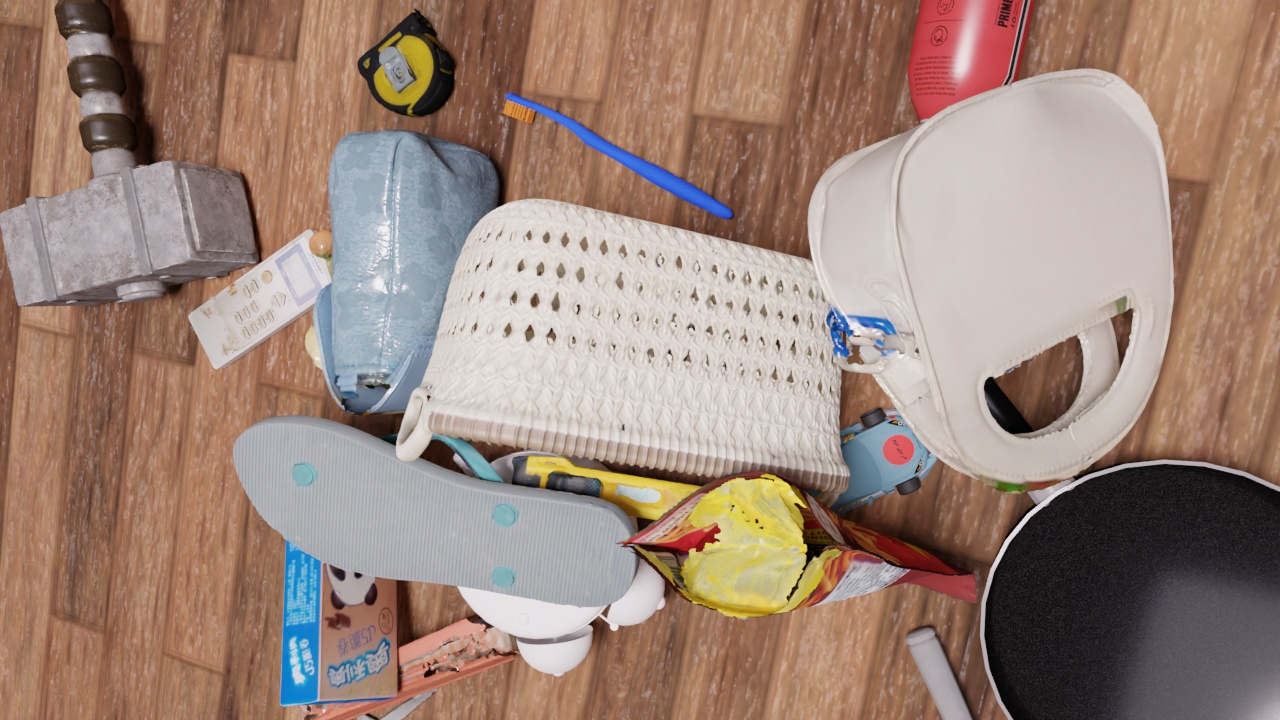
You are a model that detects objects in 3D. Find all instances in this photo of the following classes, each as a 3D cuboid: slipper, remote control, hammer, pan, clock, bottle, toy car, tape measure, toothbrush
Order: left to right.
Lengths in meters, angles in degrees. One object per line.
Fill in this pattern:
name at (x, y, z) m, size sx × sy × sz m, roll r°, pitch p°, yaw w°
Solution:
hammer at (-0.415, -0.207, 0.703) m, size 0.177 × 0.079 × 0.326 m, roll -11°, pitch 91°, yaw 17°
remote control at (-0.293, -0.046, 0.715) m, size 0.136 × 0.011 × 0.050 m, roll -30°, pitch 86°, yaw 17°
tape measure at (-0.165, -0.205, 0.651) m, size 0.062 × 0.034 × 0.061 m, roll -36°, pitch 86°, yaw 17°
slipper at (-0.129, 0.097, 0.587) m, size 0.269 × 0.054 × 0.098 m, roll 14°, pitch 108°, yaw 10°
clock at (-0.067, 0.126, 0.624) m, size 0.125 × 0.072 × 0.161 m, roll -37°, pitch 82°, yaw 11°
toothbrush at (-0.018, -0.137, 0.622) m, size 0.182 × 0.016 × 0.018 m, roll 31°, pitch 108°, yaw 12°
toy car at (0.133, 0.072, 0.588) m, size 0.108 × 0.027 × 0.060 m, roll -28°, pitch 86°, yaw 17°
bottle at (0.192, -0.196, 0.530) m, size 0.062 × 0.062 × 0.177 m, roll 12°, pitch 98°, yaw 15°
pan at (0.260, 0.097, 0.542) m, size 0.204 × 0.044 × 0.355 m, roll -38°, pitch 80°, yaw 14°

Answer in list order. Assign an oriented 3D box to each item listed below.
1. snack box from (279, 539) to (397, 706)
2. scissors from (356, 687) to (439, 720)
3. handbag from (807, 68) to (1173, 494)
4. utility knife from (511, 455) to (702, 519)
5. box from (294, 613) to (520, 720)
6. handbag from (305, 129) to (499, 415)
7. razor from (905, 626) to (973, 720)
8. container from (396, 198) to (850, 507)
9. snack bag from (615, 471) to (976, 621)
snack box at (-0.208, 0.160, 0.643) m, size 0.034 × 0.087 × 0.151 m, roll -13°, pitch 69°, yaw 17°
scissors at (-0.218, 0.299, 0.720) m, size 0.141 × 0.014 × 0.175 m, roll 41°, pitch 102°, yaw 13°
handbag at (0.190, -0.036, 0.479) m, size 0.200 × 0.093 × 0.199 m, roll -20°, pitch 97°, yaw -23°
utility knife at (-0.009, 0.084, 0.587) m, size 0.151 × 0.017 × 0.030 m, roll 9°, pitch 90°, yaw -2°
box at (-0.172, 0.235, 0.680) m, size 0.187 × 0.059 × 0.056 m, roll -25°, pitch 111°, yaw 14°
handbag at (-0.168, -0.057, 0.623) m, size 0.119 × 0.121 × 0.192 m, roll 5°, pitch 96°, yaw 27°
razor at (0.200, 0.226, 0.577) m, size 0.088 × 0.047 × 0.116 m, roll -26°, pitch 79°, yaw 17°
container at (-0.003, 0.003, 0.525) m, size 0.246 × 0.185 × 0.143 m, roll 10°, pitch 86°, yaw -19°
snack bag at (0.090, 0.112, 0.498) m, size 0.139 × 0.207 × 0.066 m, roll -3°, pitch 71°, yaw 33°
